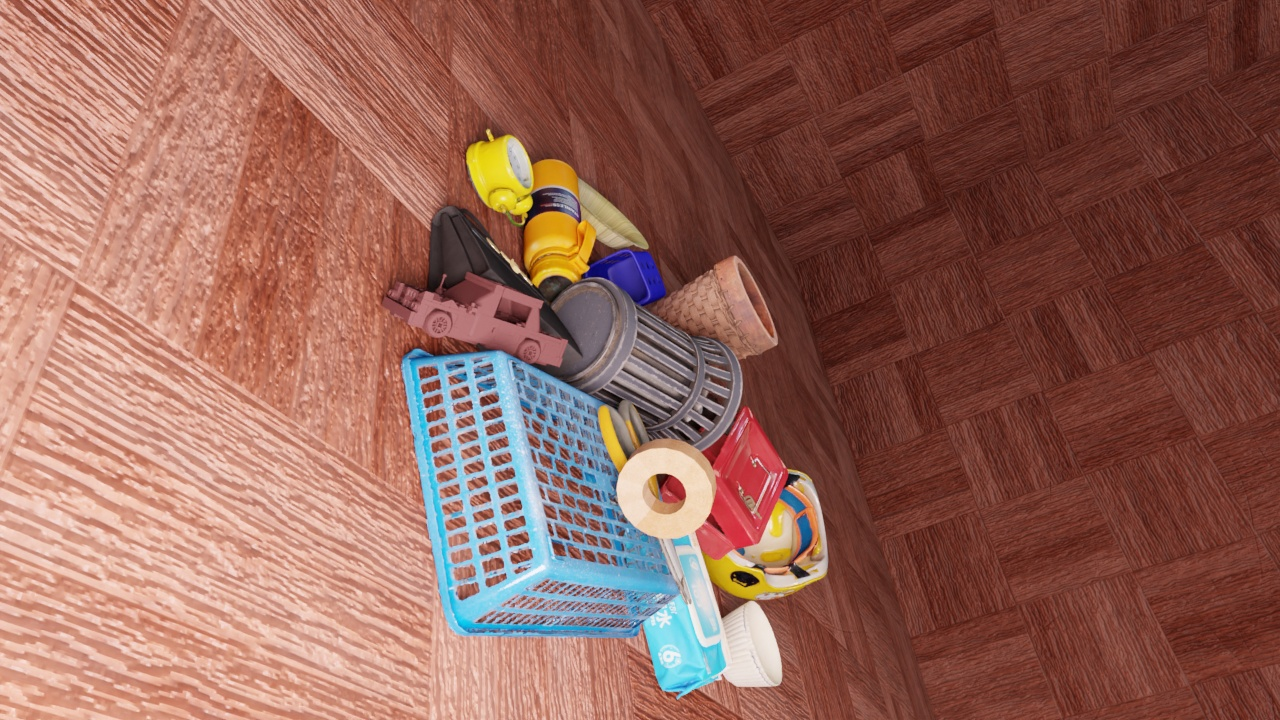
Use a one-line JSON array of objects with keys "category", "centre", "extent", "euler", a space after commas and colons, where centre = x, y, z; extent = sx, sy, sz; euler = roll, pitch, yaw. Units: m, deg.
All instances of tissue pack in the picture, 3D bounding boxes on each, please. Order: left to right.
[{"category": "tissue pack", "centre": [0.042, 0.282, 1.086], "extent": [0.117, 0.066, 0.209], "euler": [17, 53, -64]}]

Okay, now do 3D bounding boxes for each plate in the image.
[{"category": "plate", "centre": [-0.070, -0.218, 1.393], "extent": [0.184, 0.036, 0.184], "euler": [39, 15, -13]}]

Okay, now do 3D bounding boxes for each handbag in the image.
[{"category": "handbag", "centre": [-0.162, -0.095, 1.006], "extent": [0.176, 0.072, 0.195], "euler": [47, 15, -48]}]

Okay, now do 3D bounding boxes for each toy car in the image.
[{"category": "toy car", "centre": [-0.145, -0.043, 0.849], "extent": [0.169, 0.062, 0.070], "euler": [19, 4, -43]}]

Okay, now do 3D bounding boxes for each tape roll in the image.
[{"category": "tape roll", "centre": [0.025, 0.124, 0.891], "extent": [0.094, 0.094, 0.027], "euler": [64, 18, -8]}]

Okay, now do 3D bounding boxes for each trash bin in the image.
[{"category": "trash bin", "centre": [-0.007, 0.007, 1.113], "extent": [0.227, 0.165, 0.164], "euler": [30, 39, -46]}, {"category": "trash bin", "centre": [0.083, -0.049, 1.396], "extent": [0.151, 0.210, 0.151], "euler": [55, 19, -31]}]

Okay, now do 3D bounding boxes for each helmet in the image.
[{"category": "helmet", "centre": [0.141, 0.247, 1.313], "extent": [0.240, 0.140, 0.208], "euler": [20, 43, -19]}]

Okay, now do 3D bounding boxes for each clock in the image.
[{"category": "clock", "centre": [-0.169, -0.220, 1.125], "extent": [0.083, 0.057, 0.118], "euler": [-14, 90, -72]}]

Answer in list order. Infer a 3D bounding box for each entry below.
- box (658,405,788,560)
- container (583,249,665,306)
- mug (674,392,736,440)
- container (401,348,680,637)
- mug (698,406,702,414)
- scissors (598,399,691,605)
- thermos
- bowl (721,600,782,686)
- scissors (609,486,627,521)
[{"category": "box", "centre": [0.104, 0.165, 1.196], "extent": [0.137, 0.127, 0.156], "euler": [54, 38, -12]}, {"category": "container", "centre": [-0.021, -0.117, 1.386], "extent": [0.084, 0.085, 0.113], "euler": [68, 16, 0]}, {"category": "mug", "centre": [0.123, 0.110, 1.465], "extent": [0.110, 0.123, 0.096], "euler": [41, 50, -54]}, {"category": "container", "centre": [-0.072, 0.133, 0.903], "extent": [0.362, 0.089, 0.257], "euler": [33, 38, -61]}, {"category": "mug", "centre": [0.030, 0.048, 1.308], "extent": [0.085, 0.095, 0.121], "euler": [63, 17, -12]}, {"category": "scissors", "centre": [0.014, 0.146, 0.961], "extent": [0.229, 0.016, 0.113], "euler": [67, 18, -1]}, {"category": "thermos", "centre": [-0.108, -0.170, 1.170], "extent": [0.076, 0.092, 0.232], "euler": [19, 38, -23]}, {"category": "bowl", "centre": [0.143, 0.395, 1.256], "extent": [0.115, 0.063, 0.115], "euler": [56, 20, -33]}, {"category": "scissors", "centre": [0.003, 0.207, 1.167], "extent": [0.178, 0.016, 0.101], "euler": [55, 24, -25]}]
